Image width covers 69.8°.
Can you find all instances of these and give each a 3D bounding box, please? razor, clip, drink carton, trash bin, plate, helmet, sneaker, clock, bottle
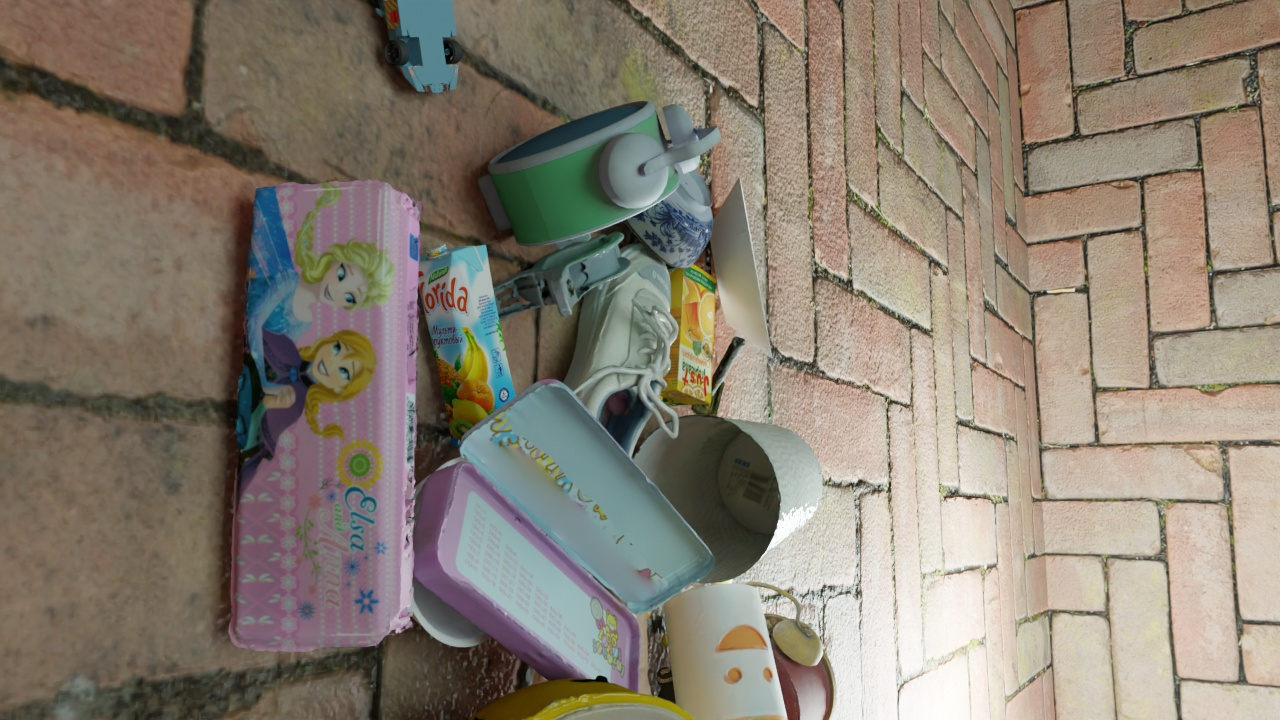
[{"bbox_3d":[0.073,0.010,0.821,0.106,0.026,0.042,112,-1,-57],"label":"razor"},{"bbox_3d":[-0.061,-0.058,0.651,0.162,0.090,0.027,-51,127,-65],"label":"clip"},{"bbox_3d":[-0.109,-0.010,0.577,0.038,0.044,0.129,-26,109,-56],"label":"drink carton"},{"bbox_3d":[0.033,-0.020,0.800,0.058,0.041,0.122,23,67,-54],"label":"drink carton"},{"bbox_3d":[0.083,0.110,0.786,0.161,0.133,0.133,3,83,-62],"label":"trash bin"},{"bbox_3d":[0.092,-0.084,0.872,0.174,0.036,0.174,-9,89,-82],"label":"plate"},{"bbox_3d":[-0.051,0.281,0.523,0.208,0.140,0.240,-14,99,-27],"label":"helmet"},{"bbox_3d":[-0.004,0.004,0.694,0.089,0.091,0.241,54,43,-37],"label":"sneaker"},{"bbox_3d":[0.100,0.270,0.787,0.081,0.117,0.159,-2,102,-54],"label":"clock"},{"bbox_3d":[0.032,0.305,0.755,0.036,0.036,0.110,-28,109,-55],"label":"bottle"},{"bbox_3d":[-0.021,-0.127,0.619,0.121,0.162,0.075,-47,123,-49],"label":"clock"}]

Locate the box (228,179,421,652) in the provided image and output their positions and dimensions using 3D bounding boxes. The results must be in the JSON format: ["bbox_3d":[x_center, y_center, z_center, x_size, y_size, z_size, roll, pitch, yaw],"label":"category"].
[{"bbox_3d":[-0.153,0.029,0.486,0.090,0.085,0.230,57,32,-81],"label":"box"}]

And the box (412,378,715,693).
[{"bbox_3d":[-0.042,0.119,0.563,0.139,0.062,0.214,-55,131,-21],"label":"box"}]

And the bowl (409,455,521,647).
[{"bbox_3d":[-0.115,0.113,0.550,0.109,0.041,0.110,14,73,-55],"label":"bowl"}]

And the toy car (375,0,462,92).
[{"bbox_3d":[-0.143,-0.221,0.569,0.060,0.028,0.108,-30,120,-55],"label":"toy car"}]

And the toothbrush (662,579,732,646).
[{"bbox_3d":[0.058,0.220,0.827,0.135,0.016,0.021,-30,106,-54],"label":"toothbrush"}]

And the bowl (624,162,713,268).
[{"bbox_3d":[0.026,-0.136,0.762,0.114,0.045,0.114,37,34,-31],"label":"bowl"}]

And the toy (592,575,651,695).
[{"bbox_3d":[-0.006,0.239,0.696,0.196,0.065,0.263,47,41,-57],"label":"toy"}]

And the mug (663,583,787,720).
[{"bbox_3d":[0.064,0.239,0.719,0.082,0.082,0.105,37,36,-49],"label":"mug"}]
